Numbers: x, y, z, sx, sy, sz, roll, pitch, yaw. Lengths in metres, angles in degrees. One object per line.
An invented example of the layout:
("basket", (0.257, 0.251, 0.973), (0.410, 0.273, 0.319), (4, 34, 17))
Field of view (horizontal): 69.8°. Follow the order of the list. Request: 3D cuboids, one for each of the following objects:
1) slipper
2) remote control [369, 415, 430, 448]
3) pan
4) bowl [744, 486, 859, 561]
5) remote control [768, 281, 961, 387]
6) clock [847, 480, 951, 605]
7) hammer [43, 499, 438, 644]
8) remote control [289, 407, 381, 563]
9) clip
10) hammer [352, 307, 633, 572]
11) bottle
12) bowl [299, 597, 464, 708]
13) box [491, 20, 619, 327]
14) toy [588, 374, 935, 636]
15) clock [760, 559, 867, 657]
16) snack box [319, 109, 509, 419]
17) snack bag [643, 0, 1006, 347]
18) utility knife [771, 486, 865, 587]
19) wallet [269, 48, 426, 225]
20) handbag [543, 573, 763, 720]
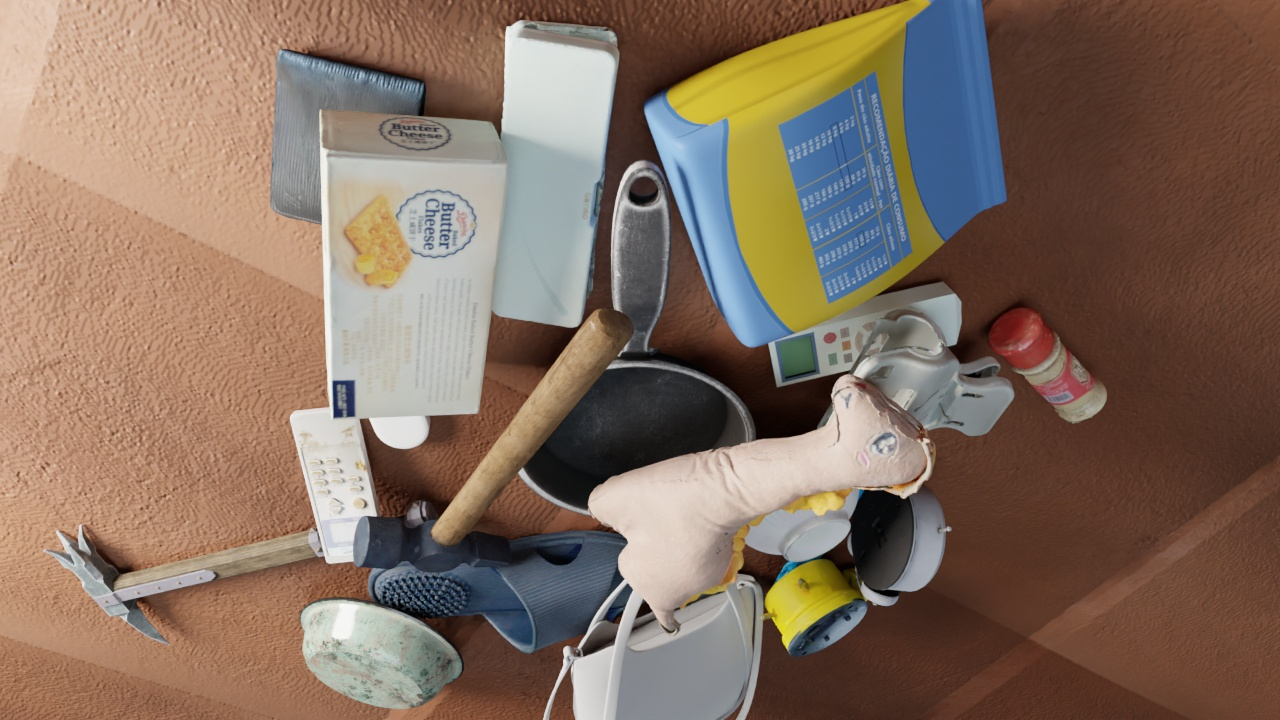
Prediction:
("slipper", (-0.108, 0.214, 0.804), (0.263, 0.082, 0.101), (-2, 128, -2))
("remote control", (-0.194, 0.013, 0.695), (0.043, 0.013, 0.137), (-8, 126, 2))
("pan", (-0.004, 0.004, 0.644), (0.187, 0.055, 0.358), (0, 135, -2))
("bowl", (0.128, 0.120, 0.737), (0.118, 0.062, 0.118), (-17, 143, -13))
("remote control", (0.167, -0.022, 0.686), (0.143, 0.024, 0.050), (-14, 130, 5))
("clock", (0.212, 0.154, 0.775), (0.035, 0.094, 0.123), (9, 130, -14))
("hammer", (-0.323, 0.171, 0.792), (0.317, 0.028, 0.147), (-14, 125, 7))
("remote control", (-0.240, 0.102, 0.736), (0.050, 0.011, 0.136), (-6, 111, 0))
("clip", (0.195, 0.018, 0.681), (0.152, 0.096, 0.126), (-12, 143, -26))
("hammer", (-0.095, 0.070, 0.661), (0.129, 0.040, 0.323), (11, 137, -31))
("bottle", (0.313, 0.005, 0.704), (0.109, 0.044, 0.044), (37, 116, -26))
("bowl", (-0.242, 0.274, 0.836), (0.157, 0.038, 0.158), (9, 137, 8))
("box", (-0.060, -0.113, 0.594), (0.083, 0.066, 0.199), (-8, 130, -20))
("toy", (0.091, 0.114, 0.671), (0.265, 0.065, 0.196), (-15, 116, 25))
("clock", (0.166, 0.225, 0.836), (0.118, 0.057, 0.083), (14, 122, -45))
("snack box", (-0.151, -0.054, 0.596), (0.104, 0.057, 0.208), (-2, 132, -19))
("snack bag", (0.125, -0.124, 0.572), (0.205, 0.102, 0.159), (-24, 124, 1))
("utility knife", (0.163, 0.149, 0.816), (0.031, 0.015, 0.179), (7, 125, -23))
("wallet", (-0.187, -0.132, 0.584), (0.089, 0.026, 0.115), (10, 124, -9))
("handbag", (0.017, 0.255, 0.805), (0.215, 0.095, 0.223), (-17, 124, -27))
